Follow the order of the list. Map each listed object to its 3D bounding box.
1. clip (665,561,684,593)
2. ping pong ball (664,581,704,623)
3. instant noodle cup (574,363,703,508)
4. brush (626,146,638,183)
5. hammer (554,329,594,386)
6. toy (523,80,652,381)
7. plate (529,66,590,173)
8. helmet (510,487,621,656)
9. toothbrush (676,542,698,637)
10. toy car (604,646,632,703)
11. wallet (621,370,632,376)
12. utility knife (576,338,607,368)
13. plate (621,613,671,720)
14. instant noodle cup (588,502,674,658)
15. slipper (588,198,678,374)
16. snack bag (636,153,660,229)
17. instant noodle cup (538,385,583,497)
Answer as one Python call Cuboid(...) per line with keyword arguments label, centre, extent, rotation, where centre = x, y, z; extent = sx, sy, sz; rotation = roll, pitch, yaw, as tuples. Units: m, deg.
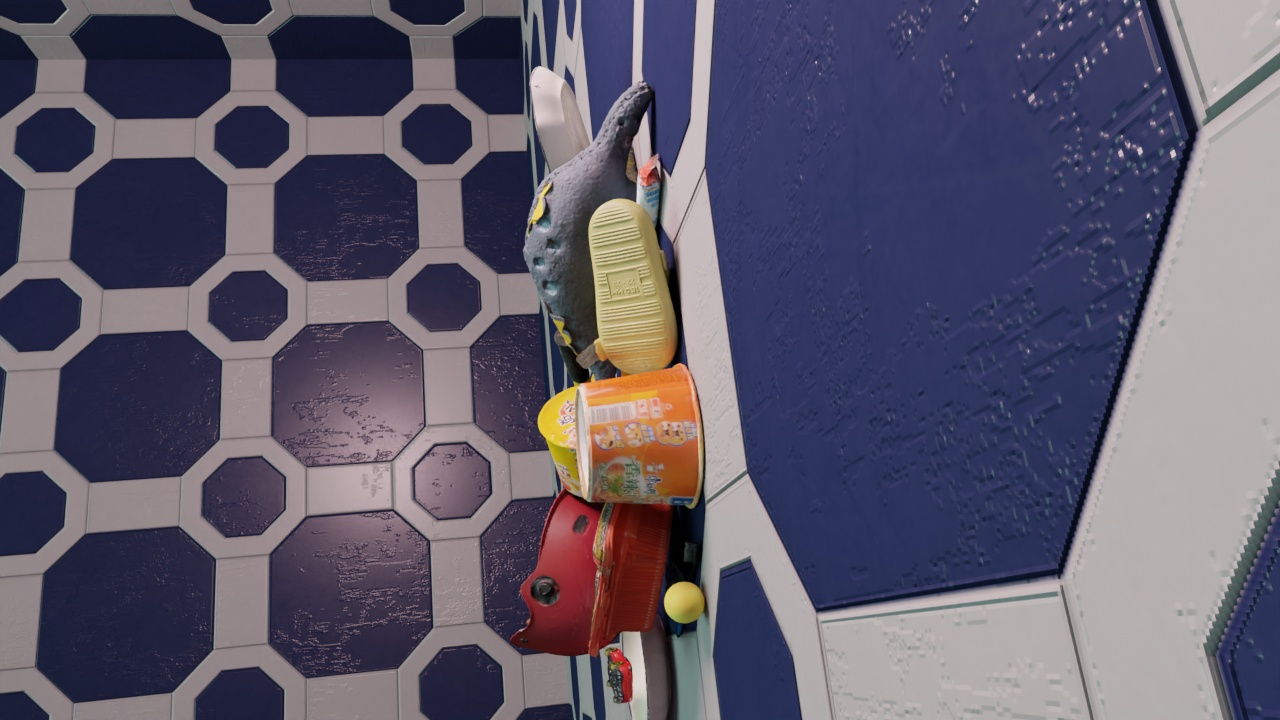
Cuboid(label="clip", centre=(0.037, 0.242, 1.028), extent=(0.058, 0.043, 0.027), rotation=(-140, 46, -82))
Cuboid(label="ping pong ball", centre=(0.044, 0.240, 0.911), extent=(0.040, 0.040, 0.040), rotation=(176, 91, -81))
Cuboid(label="instant noodle cup", centre=(-0.006, 0.080, 0.940), extent=(0.151, 0.111, 0.151), rotation=(176, 91, -80))
Cuboid(label="brush", centre=(-0.037, -0.224, 1.166), extent=(0.069, 0.063, 0.145), rotation=(119, 150, -48))
Cuboid(label="hammer", centre=(-0.088, 0.020, 1.342), extent=(0.128, 0.033, 0.301), rotation=(-63, -12, -17))
Cuboid(label="toy", centre=(-0.063, -0.147, 1.061), extent=(0.091, 0.138, 0.357), rotation=(-113, 33, -75))
Cuboid(label="plate", centre=(-0.084, -0.251, 1.196), extent=(0.161, 0.034, 0.266), rotation=(-84, -20, -56))
Cuboid(label="helmet", centre=(-0.073, 0.308, 1.303), extent=(0.206, 0.144, 0.240), rotation=(-36, -39, -68))
Cuboid(label="toothbrush", centre=(0.046, 0.247, 0.977), extent=(0.190, 0.016, 0.014), rotation=(95, 175, -46))
Cuboid(label="toy car", centre=(-0.027, 0.397, 1.165), extent=(0.106, 0.031, 0.049), rotation=(170, 98, -78))
Cuboid(label="wallet", centre=(-0.007, 0.007, 1.172), extent=(0.119, 0.035, 0.131), rotation=(-106, 15, -77))
Cuboid(label="utility knife", centre=(-0.025, -0.030, 1.041), extent=(0.031, 0.020, 0.189), rotation=(68, -154, -13))
Cuboid(label="plate", centre=(0.009, 0.388, 1.173), extent=(0.192, 0.039, 0.192), rotation=(176, 91, -80))
Cuboid(label="instant noodle cup", centre=(-0.012, 0.222, 1.021), extent=(0.164, 0.079, 0.189), rotation=(-76, -4, -60))
Cuboid(label="slipper", centre=(0.002, -0.081, 0.984), extent=(0.081, 0.092, 0.190), rotation=(-32, -65, -55))
Cuboid(label="snack bag", centre=(0.008, -0.177, 1.023), extent=(0.048, 0.026, 0.104), rotation=(-73, -11, -51))
Cuboid(label="instant noodle cup", centre=(-0.066, 0.115, 1.267), extent=(0.138, 0.138, 0.110), rotation=(-107, 8, -54))
